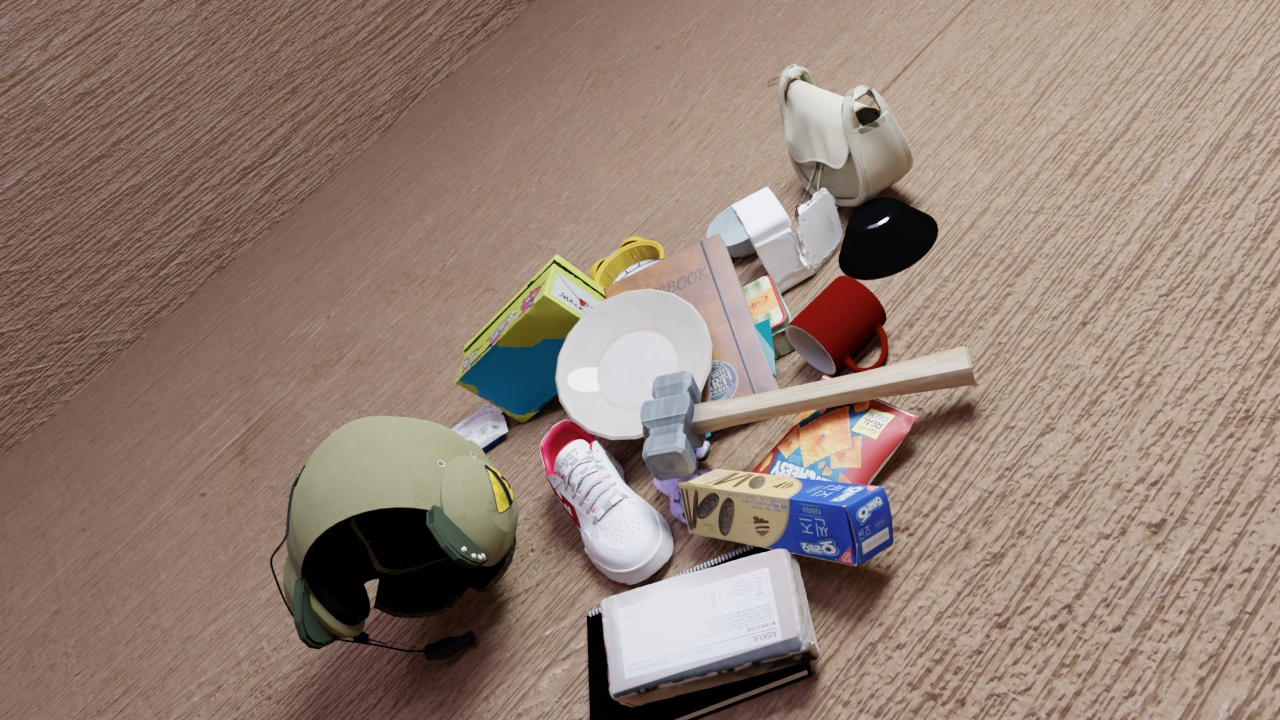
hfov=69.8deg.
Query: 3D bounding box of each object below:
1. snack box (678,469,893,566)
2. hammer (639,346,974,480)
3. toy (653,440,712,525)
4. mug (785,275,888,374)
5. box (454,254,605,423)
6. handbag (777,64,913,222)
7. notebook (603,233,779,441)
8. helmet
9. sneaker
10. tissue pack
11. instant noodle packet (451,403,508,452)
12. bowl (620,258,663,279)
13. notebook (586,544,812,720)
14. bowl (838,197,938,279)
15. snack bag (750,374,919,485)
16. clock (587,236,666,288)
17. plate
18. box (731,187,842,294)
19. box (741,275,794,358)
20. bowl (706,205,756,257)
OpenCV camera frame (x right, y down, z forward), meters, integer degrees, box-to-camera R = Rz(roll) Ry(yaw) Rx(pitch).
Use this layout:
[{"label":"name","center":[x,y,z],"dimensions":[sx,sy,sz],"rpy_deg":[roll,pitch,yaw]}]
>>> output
[{"label":"snack box","center":[0.126,0.137,0.833],"dimensions":[0.056,0.057,0.207],"rpy_deg":[-16,9,-38]},{"label":"hammer","center":[0.155,0.038,0.897],"dimensions":[0.323,0.051,0.117],"rpy_deg":[-13,38,19]},{"label":"toy","center":[0.054,0.124,0.971],"dimensions":[0.080,0.036,0.099],"rpy_deg":[-45,32,0]},{"label":"mug","center":[0.224,-0.029,0.992],"dimensions":[0.082,0.073,0.106],"rpy_deg":[-43,62,-11]},{"label":"box","center":[-0.134,-0.021,1.195],"dimensions":[0.222,0.124,0.082],"rpy_deg":[-40,26,39]},{"label":"handbag","center":[0.235,-0.268,1.163],"dimensions":[0.132,0.184,0.229],"rpy_deg":[-36,31,-2]},{"label":"notebook","center":[0.063,-0.020,1.065],"dimensions":[0.179,0.014,0.249],"rpy_deg":[-24,58,14]},{"label":"helmet","center":[-0.235,0.178,0.948],"dimensions":[0.250,0.256,0.232],"rpy_deg":[-28,37,9]},{"label":"sneaker","center":[-0.051,0.139,0.987],"dimensions":[0.090,0.104,0.236],"rpy_deg":[-36,33,-1]},{"label":"tissue pack","center":[0.060,0.229,0.794],"dimensions":[0.182,0.071,0.103],"rpy_deg":[-24,52,21]},{"label":"instant noodle packet","center":[-0.246,0.112,1.273],"dimensions":[0.134,0.026,0.087],"rpy_deg":[-34,33,3]},{"label":"bowl","center":[0.017,-0.076,1.233],"dimensions":[0.116,0.066,0.116],"rpy_deg":[-24,35,18]},{"label":"notebook","center":[0.044,0.256,0.836],"dimensions":[0.207,0.016,0.148],"rpy_deg":[-26,35,14]},{"label":"bowl","center":[0.288,-0.159,1.102],"dimensions":[0.124,0.052,0.123],"rpy_deg":[-24,34,18]},{"label":"snack bag","center":[0.182,0.091,0.894],"dimensions":[0.144,0.039,0.131],"rpy_deg":[-51,36,-7]},{"label":"clock","center":[-0.015,-0.128,1.347],"dimensions":[0.113,0.052,0.152],"rpy_deg":[-38,37,-4]},{"label":"plate","center":[-0.007,0.006,1.054],"dimensions":[0.189,0.027,0.188],"rpy_deg":[-9,62,17]},{"label":"box","center":[0.199,-0.169,1.147],"dimensions":[0.130,0.110,0.102],"rpy_deg":[-31,33,9]},{"label":"box","center":[0.086,-0.018,1.116],"dimensions":[0.206,0.050,0.117],"rpy_deg":[-26,35,13]},{"label":"bowl","center":[0.147,-0.179,1.269],"dimensions":[0.106,0.039,0.106],"rpy_deg":[-24,34,18]}]
